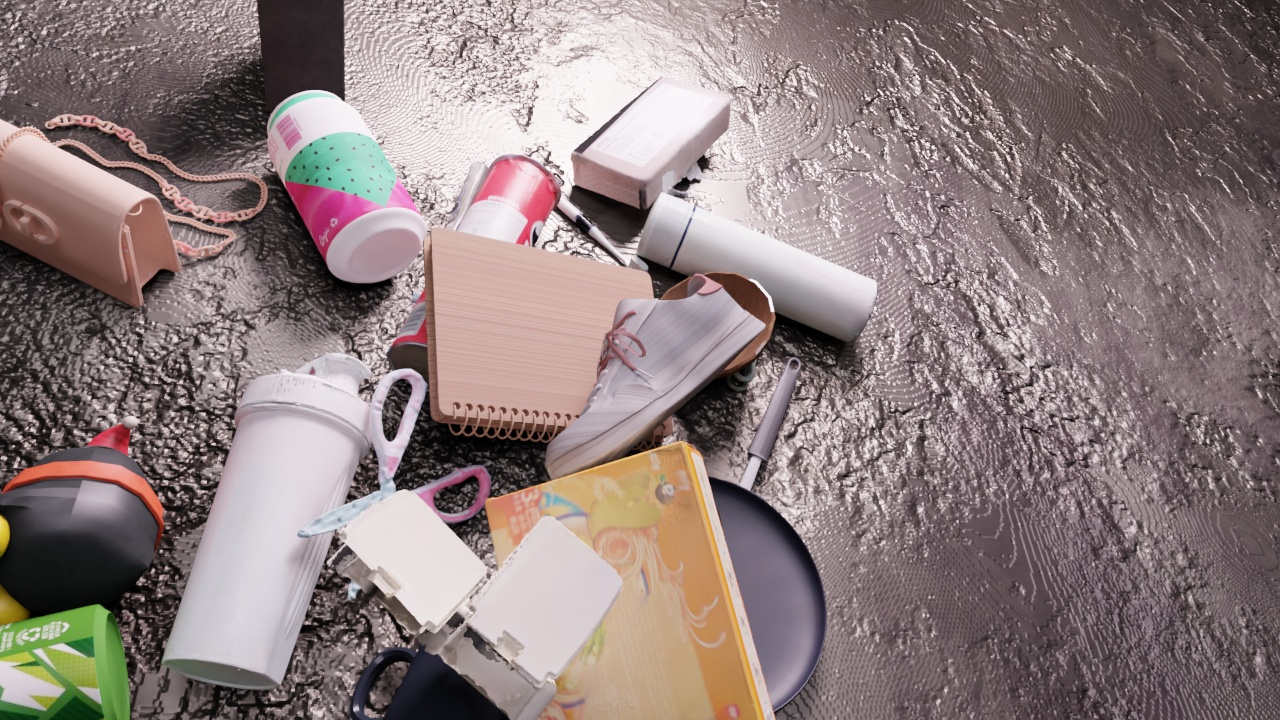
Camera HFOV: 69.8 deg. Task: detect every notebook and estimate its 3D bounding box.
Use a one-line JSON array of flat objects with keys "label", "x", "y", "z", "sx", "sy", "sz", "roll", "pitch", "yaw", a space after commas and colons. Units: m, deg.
[{"label": "notebook", "x": -0.071, "y": -0.013, "z": 0.749, "sx": 0.210, "sy": 0.022, "sz": 0.169, "roll": 8, "pitch": 63, "yaw": -34}]

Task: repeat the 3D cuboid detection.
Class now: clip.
[{"label": "clip", "x": 0.097, "y": -0.007, "z": 0.849, "sx": 0.023, "sy": 0.048, "sz": 0.076, "roll": 17, "pitch": 55, "yaw": -4}]

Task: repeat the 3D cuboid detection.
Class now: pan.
[{"label": "pan", "x": 0.078, "y": 0.125, "z": 0.753, "sx": 0.199, "sy": 0.021, "sz": 0.355, "roll": 27, "pitch": 53, "yaw": 2}]

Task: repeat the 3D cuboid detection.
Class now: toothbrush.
[{"label": "toothbrush", "x": -0.172, "y": -0.115, "z": 0.841, "sx": 0.024, "sy": 0.022, "sz": 0.185, "roll": 40, "pitch": 46, "yaw": -30}, {"label": "toothbrush", "x": -0.061, "y": -0.143, "z": 0.899, "sx": 0.187, "sy": 0.017, "sz": 0.012, "roll": 42, "pitch": 51, "yaw": 13}]

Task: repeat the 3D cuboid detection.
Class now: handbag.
[{"label": "handbag", "x": -0.316, "y": -0.368, "z": 0.878, "sx": 0.072, "sy": 0.176, "sz": 0.195, "roll": 2, "pitch": 52, "yaw": -16}, {"label": "handbag", "x": -0.430, "y": -0.162, "z": 0.730, "sx": 0.199, "sy": 0.117, "sz": 0.186, "roll": 26, "pitch": 52, "yaw": 1}]

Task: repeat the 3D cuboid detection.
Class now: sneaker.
[{"label": "sneaker", "x": -0.004, "y": 0.005, "z": 0.710, "sx": 0.089, "sy": 0.099, "sz": 0.235, "roll": 48, "pitch": 52, "yaw": 7}]

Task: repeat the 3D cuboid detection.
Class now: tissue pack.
[{"label": "tissue pack", "x": 0.018, "y": -0.221, "z": 0.958, "sx": 0.104, "sy": 0.071, "sz": 0.180, "roll": 24, "pitch": 48, "yaw": 19}]

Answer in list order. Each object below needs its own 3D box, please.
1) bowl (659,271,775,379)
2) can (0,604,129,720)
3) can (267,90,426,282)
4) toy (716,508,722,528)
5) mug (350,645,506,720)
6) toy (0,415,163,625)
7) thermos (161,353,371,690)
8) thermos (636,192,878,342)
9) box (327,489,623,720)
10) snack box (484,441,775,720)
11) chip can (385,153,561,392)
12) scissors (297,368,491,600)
[{"label": "bowl", "x": 0.065, "y": -0.026, "z": 0.832, "sx": 0.118, "sy": 0.030, "sz": 0.117, "roll": -9, "pitch": 54, "yaw": 12}, {"label": "can", "x": -0.376, "y": 0.196, "z": 0.518, "sx": 0.144, "sy": 0.083, "sz": 0.083, "roll": -9, "pitch": 60, "yaw": -23}, {"label": "can", "x": -0.257, "y": -0.151, "z": 0.796, "sx": 0.088, "sy": 0.088, "sz": 0.166, "roll": -21, "pitch": 65, "yaw": -29}, {"label": "toy", "x": 0.028, "y": 0.115, "z": 0.688, "sx": 0.076, "sy": 0.063, "sz": 0.100, "roll": -20, "pitch": 82, "yaw": -48}, {"label": "mug", "x": -0.138, "y": 0.221, "z": 0.594, "sx": 0.105, "sy": 0.071, "sz": 0.077, "roll": 8, "pitch": 49, "yaw": 21}, {"label": "toy", "x": -0.360, "y": 0.101, "z": 0.589, "sx": 0.099, "sy": 0.098, "sz": 0.119, "roll": -1, "pitch": 34, "yaw": -19}, {"label": "thermos", "x": -0.250, "y": 0.103, "z": 0.623, "sx": 0.099, "sy": 0.100, "sz": 0.219, "roll": 13, "pitch": 57, "yaw": -9}, {"label": "thermos", "x": 0.111, "y": -0.089, "z": 0.887, "sx": 0.230, "sy": 0.068, "sz": 0.067, "roll": 21, "pitch": 52, "yaw": -2}, {"label": "box", "x": -0.081, "y": 0.116, "z": 0.490, "sx": 0.143, "sy": 0.194, "sz": 0.101, "roll": 41, "pitch": 75, "yaw": -1}, {"label": "snack box", "x": -0.007, "y": 0.170, "z": 0.610, "sx": 0.145, "sy": 0.080, "sz": 0.195, "roll": -18, "pitch": 74, "yaw": 11}, {"label": "chip can", "x": -0.139, "y": -0.078, "z": 0.794, "sx": 0.073, "sy": 0.073, "sz": 0.232, "roll": 21, "pitch": 53, "yaw": -3}, {"label": "scissors", "x": -0.176, "y": 0.077, "z": 0.648, "sx": 0.172, "sy": 0.014, "sz": 0.158, "roll": -18, "pitch": 93, "yaw": -53}]
